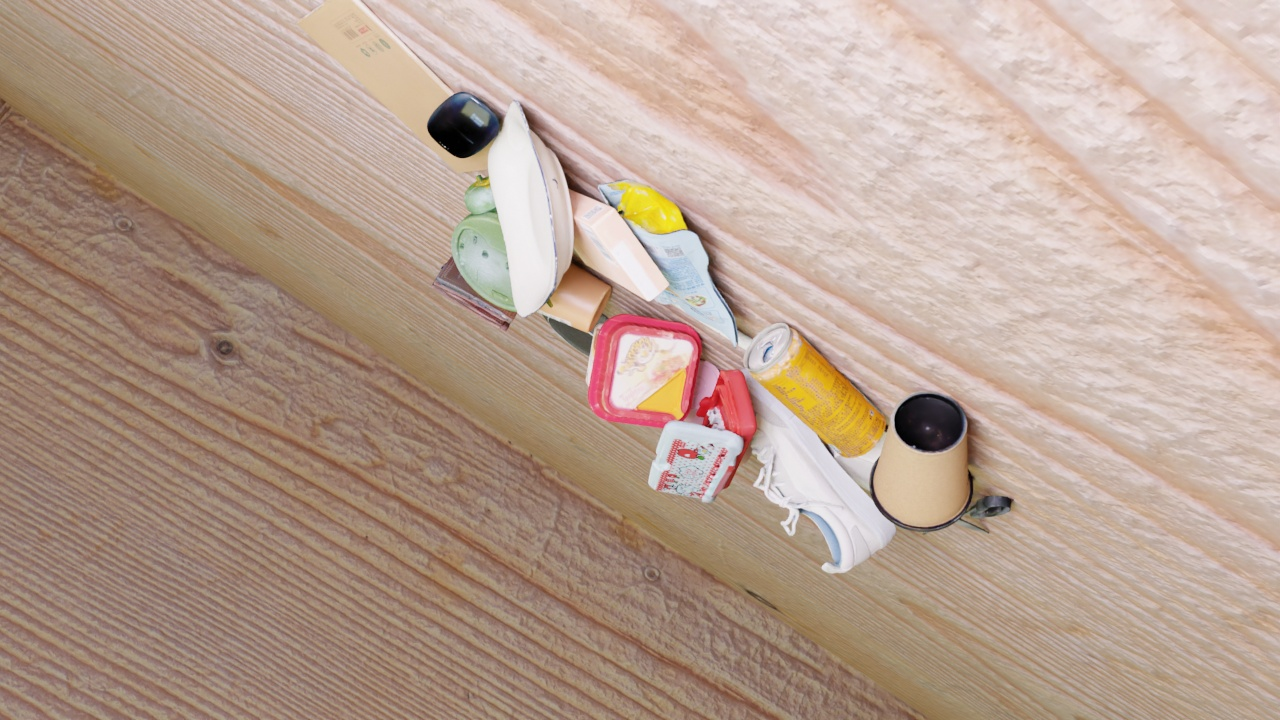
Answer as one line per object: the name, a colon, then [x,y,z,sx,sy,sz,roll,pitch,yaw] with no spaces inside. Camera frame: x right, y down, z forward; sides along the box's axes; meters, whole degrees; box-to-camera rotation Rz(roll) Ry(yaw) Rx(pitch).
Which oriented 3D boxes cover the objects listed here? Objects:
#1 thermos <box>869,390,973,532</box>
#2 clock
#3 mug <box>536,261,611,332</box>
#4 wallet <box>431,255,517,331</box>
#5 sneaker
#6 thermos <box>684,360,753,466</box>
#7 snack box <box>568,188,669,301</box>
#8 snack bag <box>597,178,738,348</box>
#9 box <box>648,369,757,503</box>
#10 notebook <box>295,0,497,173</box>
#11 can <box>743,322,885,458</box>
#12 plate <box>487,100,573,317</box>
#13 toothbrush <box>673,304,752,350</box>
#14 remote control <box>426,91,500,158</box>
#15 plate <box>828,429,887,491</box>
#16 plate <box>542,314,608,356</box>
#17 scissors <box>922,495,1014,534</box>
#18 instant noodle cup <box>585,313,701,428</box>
thermos: [0.252,0.089,0.815,0.093,0.092,0.143,26,155,26]
clock: [-0.126,-0.121,0.919,0.116,0.056,0.162,24,140,10]
mug: [-0.099,-0.083,1.024,0.123,0.078,0.078,28,165,5]
wallet: [-0.180,-0.099,1.081,0.101,0.124,0.032,32,129,-11]
sneaker: [0.161,0.121,0.987,0.242,0.090,0.090,51,168,10]
thermos: [0.101,0.072,1.128,0.087,0.067,0.198,-5,150,19]
snack box: [-0.036,-0.106,0.805,0.084,0.026,0.157,52,174,-28]
snack bag: [0.030,-0.082,0.816,0.110,0.038,0.191,25,164,29]
box: [0.057,0.091,0.980,0.100,0.095,0.202,-8,156,-8]
notebook: [-0.216,-0.250,0.855,0.207,0.008,0.148,42,163,-31]
can: [0.163,0.030,0.853,0.146,0.058,0.058,40,164,-24]
plate: [-0.092,-0.127,0.793,0.164,0.034,0.164,154,103,-69]
toothbrush: [0.103,-0.018,0.910,0.189,0.029,0.020,33,-153,6]
remote control: [-0.163,-0.205,0.820,0.053,0.024,0.137,39,164,-20]
plate: [0.262,0.116,0.973,0.164,0.034,0.164,27,165,22]
plate: [-0.070,-0.033,1.220,0.179,0.024,0.179,32,166,9]
scissors: [0.326,0.162,0.950,0.181,0.014,0.160,16,156,-31]
instant noodle cup: [-0.006,0.006,1.019,0.116,0.116,0.124,8,-173,-17]
